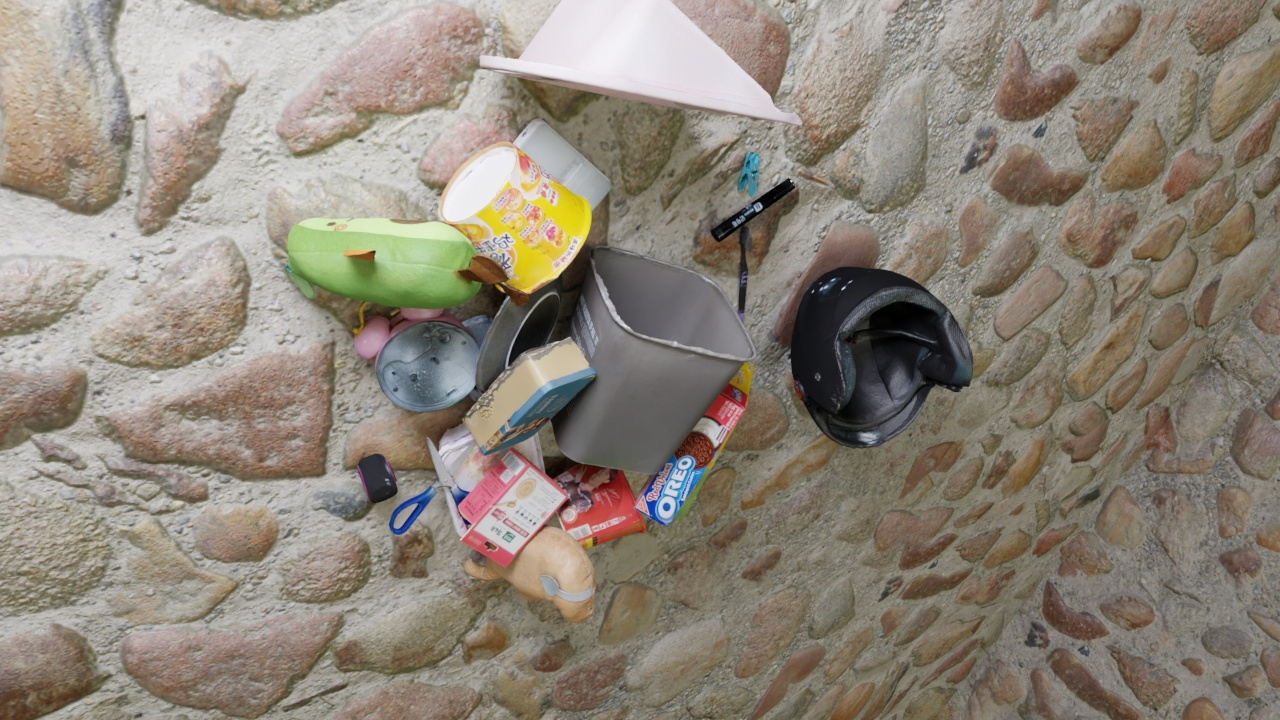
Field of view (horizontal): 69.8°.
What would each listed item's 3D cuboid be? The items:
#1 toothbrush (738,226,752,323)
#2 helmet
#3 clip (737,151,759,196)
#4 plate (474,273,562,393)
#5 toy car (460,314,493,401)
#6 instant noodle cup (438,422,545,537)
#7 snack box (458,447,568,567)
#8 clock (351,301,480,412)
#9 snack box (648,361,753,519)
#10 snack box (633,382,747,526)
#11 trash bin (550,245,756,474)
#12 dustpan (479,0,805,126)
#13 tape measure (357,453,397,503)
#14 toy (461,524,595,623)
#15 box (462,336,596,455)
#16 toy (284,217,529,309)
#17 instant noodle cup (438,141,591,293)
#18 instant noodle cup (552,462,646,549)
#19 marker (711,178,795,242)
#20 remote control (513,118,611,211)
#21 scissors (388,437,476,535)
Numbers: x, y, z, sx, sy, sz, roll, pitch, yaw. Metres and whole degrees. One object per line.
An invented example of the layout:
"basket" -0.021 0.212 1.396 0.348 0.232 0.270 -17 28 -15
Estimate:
"toothbrush" 0.148 -0.108 1.305 0.014 0.016 0.189 -22 136 -21
"helmet" 0.339 -0.009 1.370 0.233 0.230 0.275 -9 128 -13
"clip" 0.142 -0.242 1.186 0.013 0.038 0.056 -10 122 -34
"plate" -0.133 -0.034 1.077 0.179 0.024 0.180 -58 169 -18
"toy car" -0.192 0.001 1.123 0.054 0.037 0.121 -21 130 -21
"instant noodle cup" -0.200 0.140 1.211 0.137 0.060 0.174 -23 135 -21
"snack box" -0.170 0.191 1.185 0.127 0.044 0.113 -47 142 -7
"clock" -0.252 -0.018 1.032 0.117 0.059 0.158 -34 127 -1
"snack box" 0.084 0.102 1.323 0.070 0.157 0.210 26 111 1
"snack box" 0.066 0.122 1.217 0.057 0.058 0.208 31 110 -1
"trash bin" -0.007 0.007 1.148 0.198 0.198 0.220 14 123 -26
"dustpan" -0.015 -0.266 0.915 0.273 0.223 0.139 34 87 -34
"tape measure" -0.321 0.144 1.126 0.039 0.057 0.058 -21 165 -21
"toy" -0.158 0.283 1.276 0.082 0.226 0.143 -26 119 -50
"box" -0.128 0.040 1.065 0.089 0.059 0.185 -21 166 -45
"toy" -0.237 -0.096 0.908 0.247 0.227 0.090 7 90 2
"instant noodle cup" -0.137 -0.155 0.971 0.138 0.138 0.110 -45 131 2
"instant noodle cup" -0.068 0.203 1.314 0.108 0.138 0.138 -23 135 -8
"marker" 0.151 -0.202 1.229 0.132 0.020 0.022 -36 166 -9
"remote control" -0.089 -0.216 1.035 0.056 0.020 0.136 -50 137 6
"scissors" -0.245 0.159 1.143 0.176 0.012 0.162 -41 136 -1
